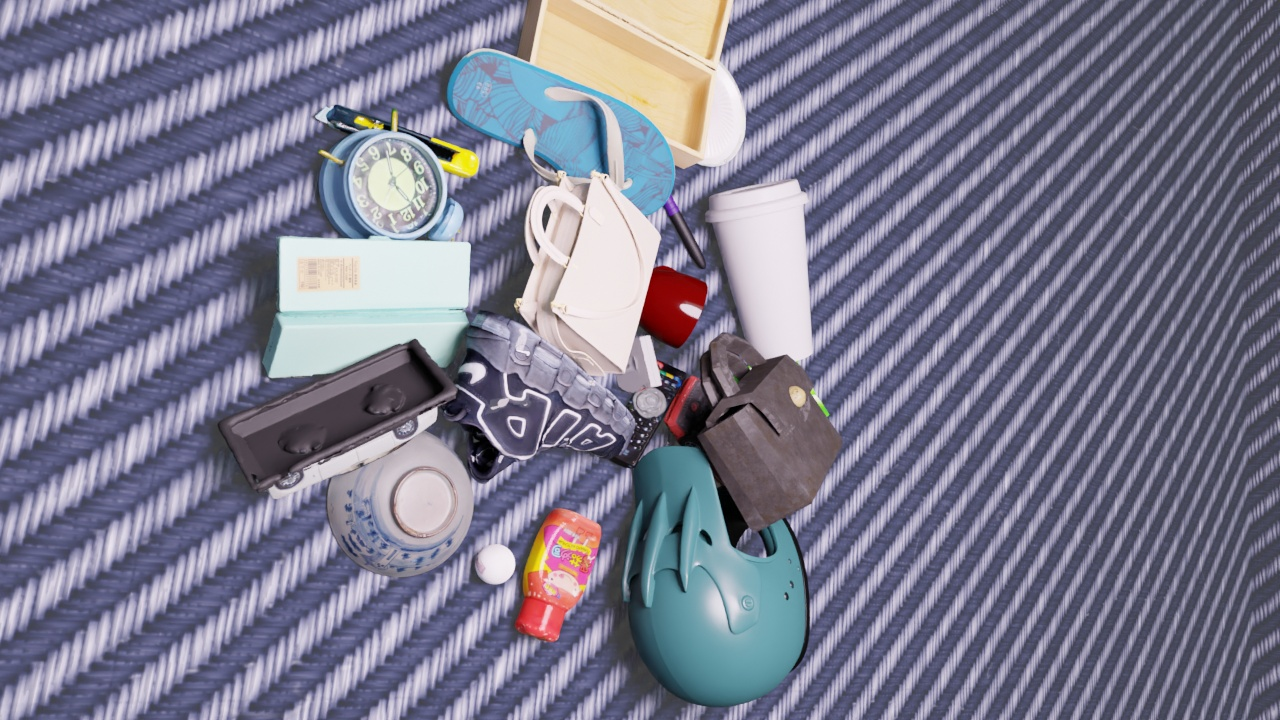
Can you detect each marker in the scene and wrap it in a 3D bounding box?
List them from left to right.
[{"bbox_3d":[0.050,-0.174,1.156,0.134,0.015,0.018,60,27,-17],"label":"marker"}]

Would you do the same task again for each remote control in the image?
[{"bbox_3d":[0.005,0.062,1.083,0.045,0.021,0.140,25,63,12],"label":"remote control"}]

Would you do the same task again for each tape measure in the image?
[{"bbox_3d":[-0.006,0.006,1.062,0.020,0.062,0.060,-11,86,-39],"label":"tape measure"}]

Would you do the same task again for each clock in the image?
[{"bbox_3d":[-0.238,-0.152,0.894,0.117,0.060,0.162,-44,118,-28],"label":"clock"}]

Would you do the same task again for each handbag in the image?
[{"bbox_3d":[-0.067,-0.105,0.967,0.198,0.101,0.194,47,52,-54],"label":"handbag"},{"bbox_3d":[0.141,0.056,1.049,0.199,0.103,0.196,55,28,-1],"label":"handbag"}]

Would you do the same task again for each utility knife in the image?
[{"bbox_3d":[-0.243,-0.223,0.929,0.172,0.020,0.028,13,75,-35],"label":"utility knife"}]

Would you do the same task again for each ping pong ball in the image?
[{"bbox_3d":[-0.149,0.209,0.939,0.040,0.040,0.040,5,81,-38],"label":"ping pong ball"}]

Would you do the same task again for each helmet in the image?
[{"bbox_3d":[0.074,0.244,1.032,0.200,0.177,0.274,18,61,-41],"label":"helmet"}]

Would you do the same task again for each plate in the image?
[{"bbox_3d":[0.078,-0.329,1.196,0.156,0.014,0.157,5,82,-38],"label":"plate"}]

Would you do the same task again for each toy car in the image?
[{"bbox_3d":[-0.265,0.063,0.831,0.191,0.094,0.071,-27,139,-26],"label":"toy car"},{"bbox_3d":[0.102,0.103,1.139,0.189,0.056,0.081,46,59,-30],"label":"toy car"}]

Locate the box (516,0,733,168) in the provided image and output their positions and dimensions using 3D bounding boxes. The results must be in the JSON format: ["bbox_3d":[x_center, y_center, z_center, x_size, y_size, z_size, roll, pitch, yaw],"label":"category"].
[{"bbox_3d":[-0.010,-0.390,1.090,0.246,0.068,0.253,18,84,-32],"label":"box"}]

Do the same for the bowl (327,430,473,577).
[{"bbox_3d":[-0.218,0.136,0.883,0.150,0.057,0.150,5,82,-38],"label":"bowl"}]

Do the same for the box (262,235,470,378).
[{"bbox_3d":[-0.248,-0.048,0.855,0.186,0.052,0.139,-6,126,-39],"label":"box"}]

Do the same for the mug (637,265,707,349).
[{"bbox_3d":[0.022,-0.079,1.093,0.088,0.087,0.113,24,41,-12],"label":"mug"}]

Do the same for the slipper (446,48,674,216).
[{"bbox_3d":[-0.071,-0.246,1.013,0.294,0.060,0.118,22,107,-31],"label":"slipper"}]

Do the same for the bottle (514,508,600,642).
[{"bbox_3d":[-0.090,0.230,0.978,0.071,0.049,0.134,33,66,-33],"label":"bottle"}]

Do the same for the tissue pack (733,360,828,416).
[{"bbox_3d":[0.186,0.048,1.203,0.113,0.034,0.099,-6,58,-39],"label":"tissue pack"}]

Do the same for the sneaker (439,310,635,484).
[{"bbox_3d":[-0.110,0.071,0.945,0.150,0.097,0.252,-57,133,-11],"label":"sneaker"}]

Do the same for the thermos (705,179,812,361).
[{"bbox_3d":[0.163,-0.111,1.178,0.131,0.132,0.222,-22,106,-38],"label":"thermos"}]
